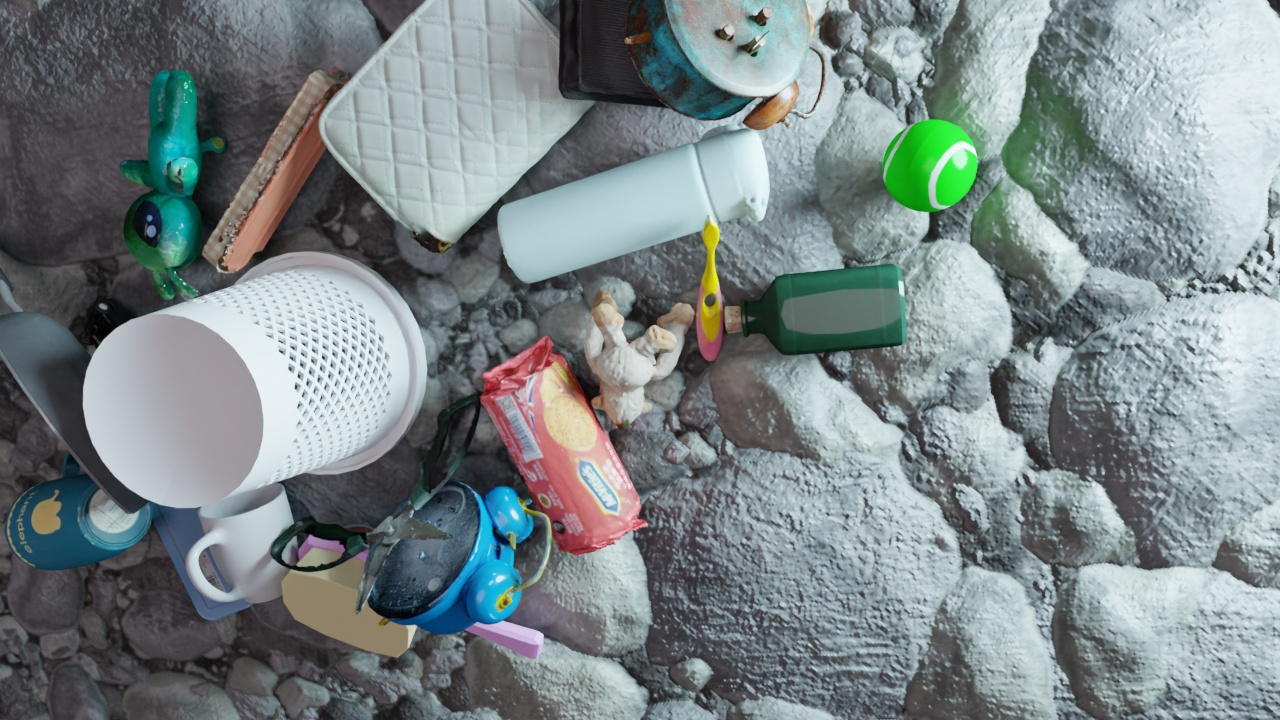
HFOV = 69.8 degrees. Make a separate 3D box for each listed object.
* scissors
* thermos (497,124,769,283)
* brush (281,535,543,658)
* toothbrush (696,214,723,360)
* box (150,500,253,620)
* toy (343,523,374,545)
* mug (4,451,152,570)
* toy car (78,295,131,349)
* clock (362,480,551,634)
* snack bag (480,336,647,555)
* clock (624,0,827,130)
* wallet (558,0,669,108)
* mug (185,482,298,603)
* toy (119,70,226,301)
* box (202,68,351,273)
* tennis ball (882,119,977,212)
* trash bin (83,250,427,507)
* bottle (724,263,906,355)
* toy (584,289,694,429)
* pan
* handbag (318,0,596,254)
[{"bbox_3d":[-0.214,0.114,0.753,0.202,0.201,0.015,-7,136,31],"label":"scissors"},{"bbox_3d":[-0.003,-0.119,0.702,0.207,0.065,0.077,-16,68,12],"label":"thermos"},{"bbox_3d":[-0.196,0.219,0.788,0.229,0.043,0.089,18,130,6],"label":"brush"},{"bbox_3d":[0.053,-0.052,0.702,0.021,0.016,0.136,-4,133,0],"label":"toothbrush"},{"bbox_3d":[-0.410,0.135,0.840,0.066,0.037,0.209,-22,98,6],"label":"box"},{"bbox_3d":[-0.208,0.170,0.804,0.112,0.030,0.049,10,127,6],"label":"toy"},{"bbox_3d":[-0.486,0.124,0.806,0.104,0.084,0.112,-13,73,32],"label":"mug"},{"bbox_3d":[-0.455,-0.017,0.804,0.092,0.037,0.040,40,106,27],"label":"toy car"},{"bbox_3d":[-0.142,0.155,0.719,0.162,0.116,0.060,-13,137,27],"label":"clock"},{"bbox_3d":[-0.066,0.073,0.743,0.082,0.082,0.176,-26,94,13],"label":"snack bag"},{"bbox_3d":[0.072,-0.228,0.645,0.157,0.073,0.121,21,73,-22],"label":"clock"},{"bbox_3d":[-0.003,-0.234,0.672,0.114,0.026,0.089,-3,97,-28],"label":"wallet"},{"bbox_3d":[-0.343,0.168,0.789,0.071,0.107,0.089,-2,108,20],"label":"mug"},{"bbox_3d":[-0.387,-0.142,0.764,0.131,0.072,0.193,16,101,46],"label":"toy"},{"bbox_3d":[-0.289,-0.154,0.744,0.048,0.085,0.187,37,101,-5],"label":"box"},{"bbox_3d":[0.208,-0.140,0.663,0.065,0.065,0.065,2,100,9],"label":"tennis ball"},{"bbox_3d":[-0.295,0.018,0.706,0.195,0.199,0.195,2,100,9],"label":"trash bin"},{"bbox_3d":[0.130,-0.037,0.696,0.131,0.061,0.061,-5,96,10],"label":"bottle"},{"bbox_3d":[-0.004,0.004,0.730,0.085,0.074,0.106,7,105,-5],"label":"toy"},{"bbox_3d":[-0.489,-0.019,0.752,0.041,0.179,0.357,-36,62,-24],"label":"pan"},{"bbox_3d":[-0.137,-0.194,0.710,0.195,0.072,0.139,-40,100,13],"label":"handbag"}]
